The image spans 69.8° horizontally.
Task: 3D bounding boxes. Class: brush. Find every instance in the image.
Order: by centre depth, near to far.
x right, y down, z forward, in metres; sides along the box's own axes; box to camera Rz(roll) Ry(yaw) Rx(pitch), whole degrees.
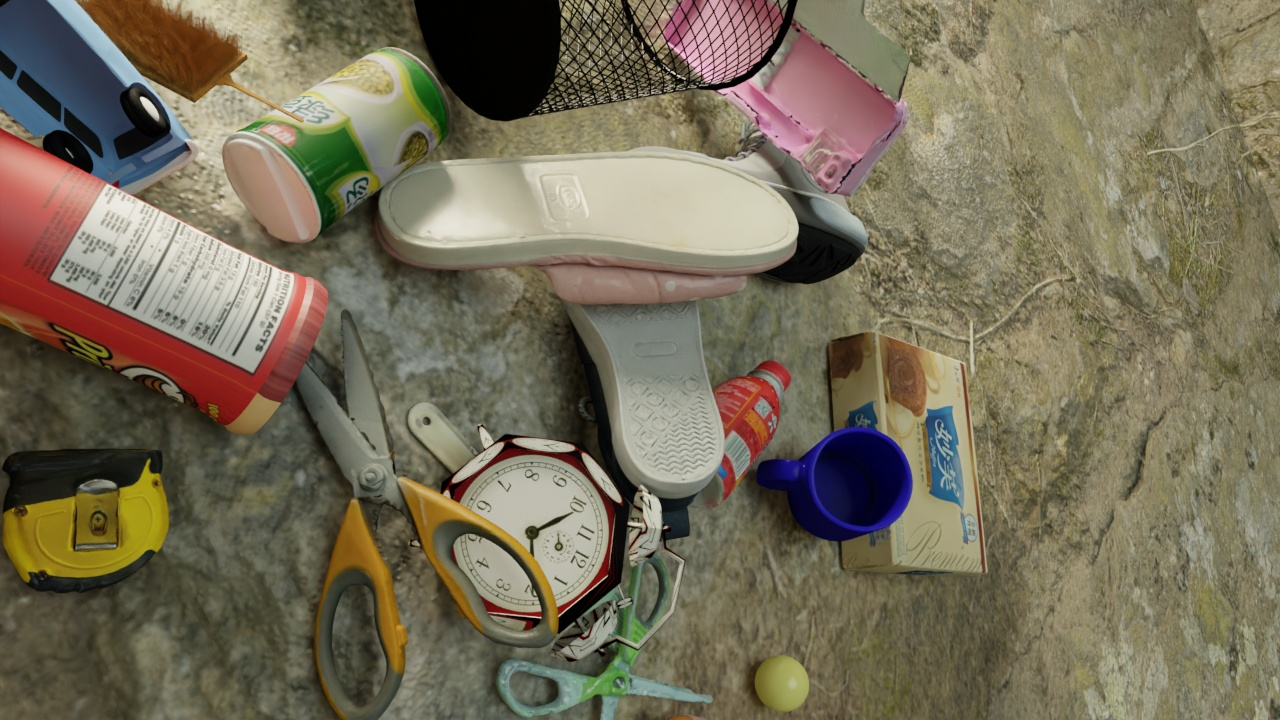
[{"bbox_3d":[-0.235,-0.160,0.477,0.126,0.017,0.048,28,55,2],"label":"brush"},{"bbox_3d":[-0.071,0.109,0.586,0.217,0.012,0.033,51,50,-17],"label":"brush"}]

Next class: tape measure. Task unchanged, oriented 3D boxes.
[{"bbox_3d":[-0.252,0.073,0.419,0.065,0.037,0.064,4,75,-41],"label":"tape measure"}]

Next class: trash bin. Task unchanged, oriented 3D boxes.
[{"bbox_3d":[-0.028,-0.258,0.629,0.209,0.185,0.184,-28,96,-37],"label":"trash bin"}]

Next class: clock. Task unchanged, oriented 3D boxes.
[{"bbox_3d":[-0.048,0.111,0.543,0.154,0.065,0.114,30,79,-4],"label":"clock"}]

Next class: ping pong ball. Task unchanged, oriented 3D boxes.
[{"bbox_3d":[0.105,0.240,0.682,0.040,0.040,0.040,14,69,-38],"label":"ping pong ball"}]

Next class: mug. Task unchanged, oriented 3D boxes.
[{"bbox_3d":[0.147,0.097,0.725,0.111,0.084,0.079,9,74,1],"label":"mug"}]

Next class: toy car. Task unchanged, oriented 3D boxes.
[{"bbox_3d":[-0.275,-0.142,0.417,0.054,0.056,0.153,64,3,39],"label":"toy car"}]

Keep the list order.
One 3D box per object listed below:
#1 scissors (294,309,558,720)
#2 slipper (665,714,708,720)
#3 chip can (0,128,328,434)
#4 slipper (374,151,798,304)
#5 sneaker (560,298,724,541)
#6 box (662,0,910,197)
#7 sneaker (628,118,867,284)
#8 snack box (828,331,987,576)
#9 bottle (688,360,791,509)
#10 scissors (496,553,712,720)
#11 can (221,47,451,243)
[{"bbox_3d":[-0.126,0.077,0.497,0.175,0.016,0.225,-9,81,1],"label":"scissors"},{"bbox_3d":[0.018,0.315,0.550,0.093,0.082,0.196,34,62,-27],"label":"slipper"},{"bbox_3d":[-0.260,-0.047,0.416,0.213,0.087,0.086,31,59,-30],"label":"chip can"},{"bbox_3d":[-0.030,-0.084,0.597,0.274,0.055,0.114,0,51,-13],"label":"slipper"},{"bbox_3d":[-0.004,0.004,0.630,0.089,0.088,0.235,-8,59,-13],"label":"sneaker"},{"bbox_3d":[0.114,-0.251,0.695,0.061,0.161,0.230,-21,58,-31],"label":"box"},{"bbox_3d":[0.077,-0.162,0.755,0.256,0.093,0.160,12,61,-37],"label":"sneaker"},{"bbox_3d":[0.246,0.089,0.841,0.153,0.055,0.207,14,69,-38],"label":"snack box"},{"bbox_3d":[0.071,0.048,0.695,0.137,0.062,0.062,-43,106,-40],"label":"bottle"},{"bbox_3d":[-0.017,0.208,0.592,0.172,0.021,0.171,24,70,-37],"label":"scissors"},{"bbox_3d":[-0.172,-0.125,0.528,0.067,0.067,0.120,53,50,-16],"label":"can"}]
